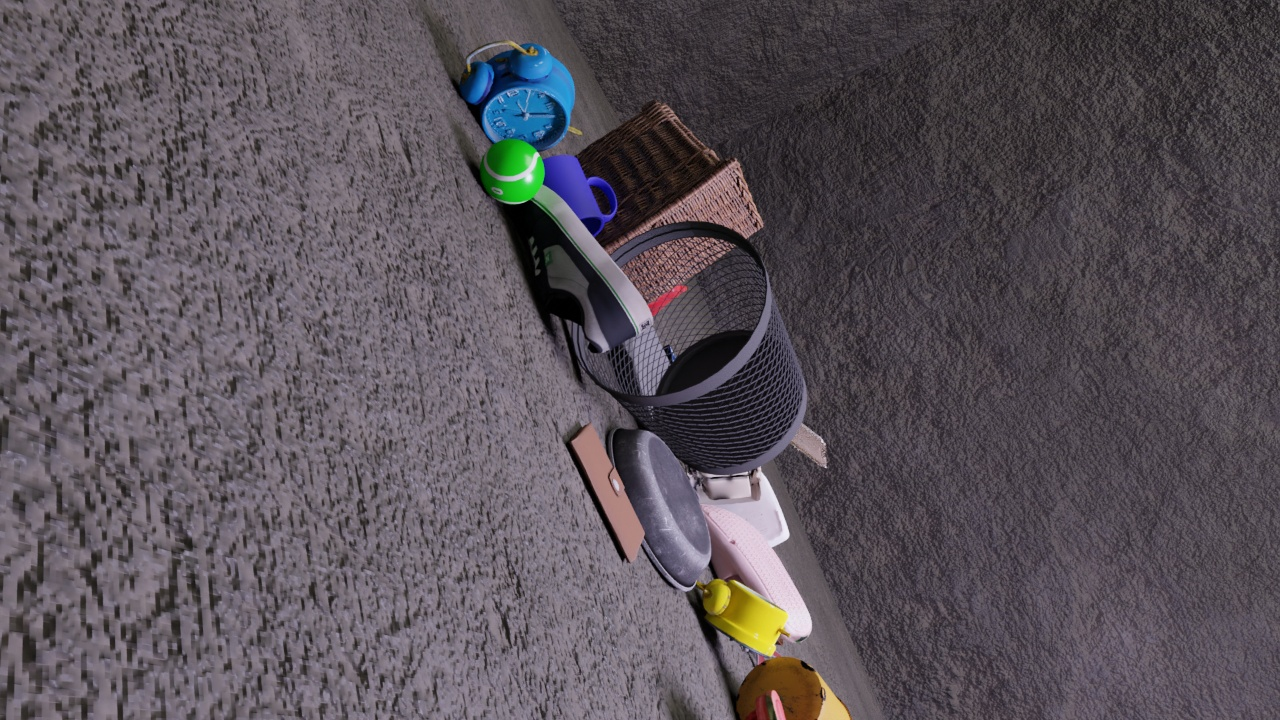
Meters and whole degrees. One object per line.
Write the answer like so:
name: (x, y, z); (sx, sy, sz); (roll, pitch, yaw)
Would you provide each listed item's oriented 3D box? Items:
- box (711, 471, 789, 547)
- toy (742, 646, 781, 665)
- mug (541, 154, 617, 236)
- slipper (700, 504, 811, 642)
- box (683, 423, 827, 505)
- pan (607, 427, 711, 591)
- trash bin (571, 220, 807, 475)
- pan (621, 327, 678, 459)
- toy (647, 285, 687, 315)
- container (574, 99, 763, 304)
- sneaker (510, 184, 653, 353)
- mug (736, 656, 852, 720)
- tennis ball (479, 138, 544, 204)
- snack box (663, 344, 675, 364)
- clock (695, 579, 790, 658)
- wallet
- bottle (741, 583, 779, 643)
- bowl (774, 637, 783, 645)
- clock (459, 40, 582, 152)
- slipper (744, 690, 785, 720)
box: (0.151, 0.237, 1.336); (0.136, 0.121, 0.109); (44, 22, -62)
toy: (0.144, 0.353, 1.150); (0.112, 0.030, 0.049); (58, 39, -25)
mug: (-0.081, -0.188, 1.085); (0.083, 0.111, 0.079); (67, -29, 13)
slipper: (0.143, 0.273, 1.192); (0.106, 0.056, 0.221); (12, 33, -50)
box: (0.152, 0.127, 1.228); (0.144, 0.186, 0.070); (76, 11, -54)
pan: (0.041, 0.160, 1.057); (0.187, 0.055, 0.356); (65, 13, 11)
trash bin: (0.070, -0.001, 1.041); (0.227, 0.218, 0.217); (52, 15, -51)
pan: (-0.007, 0.007, 1.184); (0.354, 0.024, 0.216); (55, 22, -46)
toy: (0.024, -0.132, 1.597); (0.088, 0.094, 0.133); (65, 10, 5)
container: (-0.002, -0.203, 1.202); (0.183, 0.250, 0.162); (59, 4, 29)
sneaker: (-0.087, -0.101, 0.959); (0.235, 0.079, 0.084); (50, -11, 27)
mug: (0.155, 0.382, 0.954); (0.094, 0.101, 0.123); (55, 54, -39)
tennis ball: (-0.131, -0.192, 0.934); (0.065, 0.065, 0.065); (62, 9, -18)
snack box: (0.061, 0.040, 1.545); (0.082, 0.027, 0.150); (61, 9, -24)
clock: (0.105, 0.275, 0.998); (0.119, 0.057, 0.083); (29, -6, 7)
wallet: (-0.029, 0.118, 0.839); (0.121, 0.013, 0.087); (64, 9, -3)
bottle: (0.150, 0.327, 1.228); (0.040, 0.040, 0.130); (52, 16, -55)
bowl: (0.168, 0.354, 1.300); (0.114, 0.026, 0.101); (62, 10, -23)
clock: (-0.141, -0.304, 1.047); (0.161, 0.117, 0.060); (51, 28, -54)
slipper: (0.111, 0.379, 0.793); (0.103, 0.059, 0.249); (-103, 180, -50)
